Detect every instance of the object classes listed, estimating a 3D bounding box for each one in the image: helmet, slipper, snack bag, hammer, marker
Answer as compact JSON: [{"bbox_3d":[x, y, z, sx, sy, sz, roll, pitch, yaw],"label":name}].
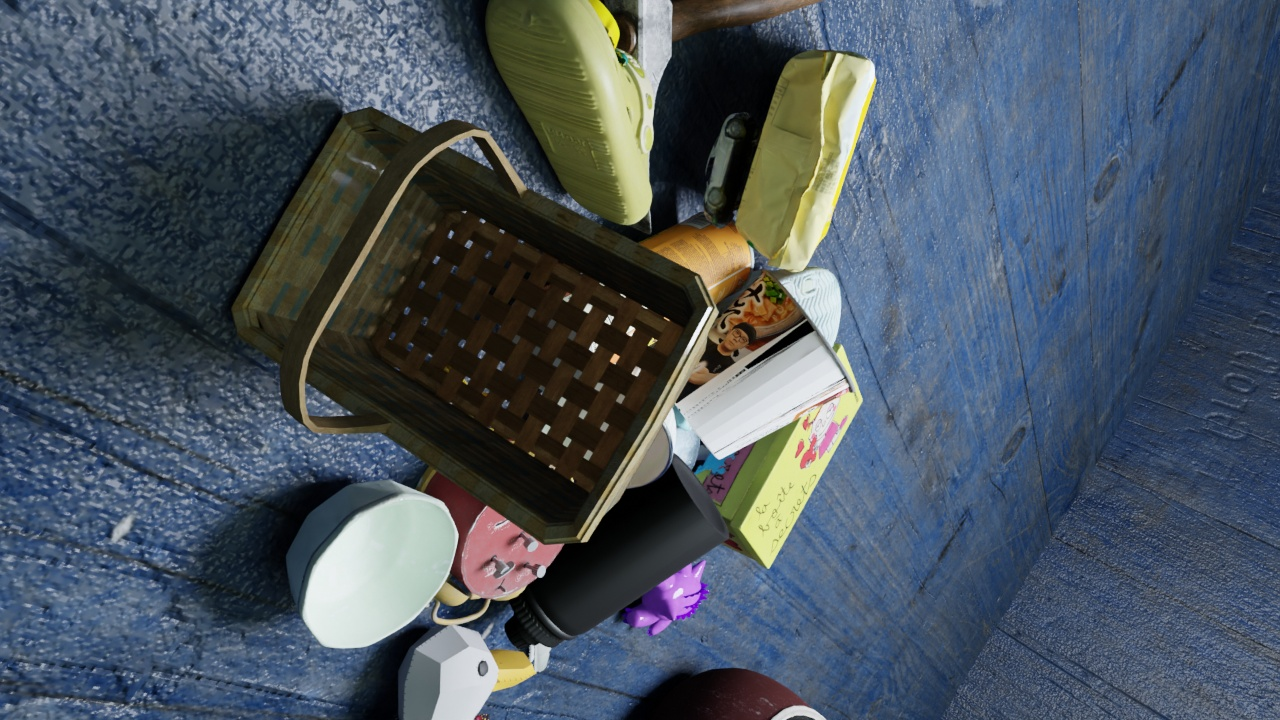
[{"bbox_3d":[0.128,0.483,1.080,0.232,0.254,0.234,-38,114,-36],"label":"helmet"},{"bbox_3d":[-0.027,-0.171,0.597,0.081,0.092,0.191,-49,146,-19],"label":"slipper"},{"bbox_3d":[0.137,-0.168,0.749,0.246,0.068,0.160,-45,150,-70],"label":"snack bag"},{"bbox_3d":[0.088,-0.246,0.726,0.299,0.037,0.218,-30,134,-36],"label":"hammer"},{"bbox_3d":[0.083,-0.033,0.839,0.245,0.074,0.104,-14,123,-25],"label":"slipper"},{"bbox_3d":[0.065,0.095,0.945,0.145,0.017,0.017,8,107,-52],"label":"marker"}]

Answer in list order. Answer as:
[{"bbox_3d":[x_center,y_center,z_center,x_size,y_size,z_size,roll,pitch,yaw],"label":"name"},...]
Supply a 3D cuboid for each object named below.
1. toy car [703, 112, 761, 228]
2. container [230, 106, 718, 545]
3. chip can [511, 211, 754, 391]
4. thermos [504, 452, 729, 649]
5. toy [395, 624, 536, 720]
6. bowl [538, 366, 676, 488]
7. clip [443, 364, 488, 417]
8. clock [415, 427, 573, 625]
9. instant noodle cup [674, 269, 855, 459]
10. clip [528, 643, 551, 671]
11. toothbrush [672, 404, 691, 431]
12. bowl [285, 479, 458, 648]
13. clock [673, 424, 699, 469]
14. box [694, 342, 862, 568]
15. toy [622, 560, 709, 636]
[{"bbox_3d":[0.067,-0.148,0.711,0.038,0.027,0.090,-15,123,-60],"label":"toy car"},{"bbox_3d":[-0.096,-0.027,0.474,0.157,0.250,0.186,-60,160,-1],"label":"container"},{"bbox_3d":[0.000,-0.049,0.692,0.214,0.075,0.075,-32,136,-46],"label":"chip can"},{"bbox_3d":[-0.031,0.168,0.776,0.199,0.086,0.086,-35,144,8],"label":"thermos"},{"bbox_3d":[-0.190,0.345,0.717,0.246,0.141,0.267,2,94,-49],"label":"toy"},{"bbox_3d":[-0.023,0.040,0.736,0.062,0.118,0.118,-65,156,-46],"label":"bowl"},{"bbox_3d":[-0.129,0.026,0.648,0.049,0.054,0.044,19,82,-29],"label":"clip"},{"bbox_3d":[-0.112,0.137,0.706,0.117,0.081,0.159,12,104,-53],"label":"clock"},{"bbox_3d":[0.088,0.011,0.751,0.122,0.123,0.123,-36,143,4],"label":"instant noodle cup"},{"bbox_3d":[-0.084,0.243,0.872,0.056,0.046,0.102,-20,129,-37],"label":"clip"},{"bbox_3d":[-0.004,0.004,0.757,0.180,0.017,0.016,49,54,-35],"label":"toothbrush"},{"bbox_3d":[-0.189,0.130,0.625,0.117,0.061,0.118,-28,133,-36],"label":"bowl"},{"bbox_3d":[0.019,0.074,0.841,0.117,0.057,0.083,-47,141,-18],"label":"clock"},{"bbox_3d":[0.141,0.091,0.955,0.220,0.082,0.124,-58,145,-20],"label":"box"},{"bbox_3d":[0.035,0.252,0.983,0.088,0.056,0.106,-3,117,-54],"label":"toy"}]
